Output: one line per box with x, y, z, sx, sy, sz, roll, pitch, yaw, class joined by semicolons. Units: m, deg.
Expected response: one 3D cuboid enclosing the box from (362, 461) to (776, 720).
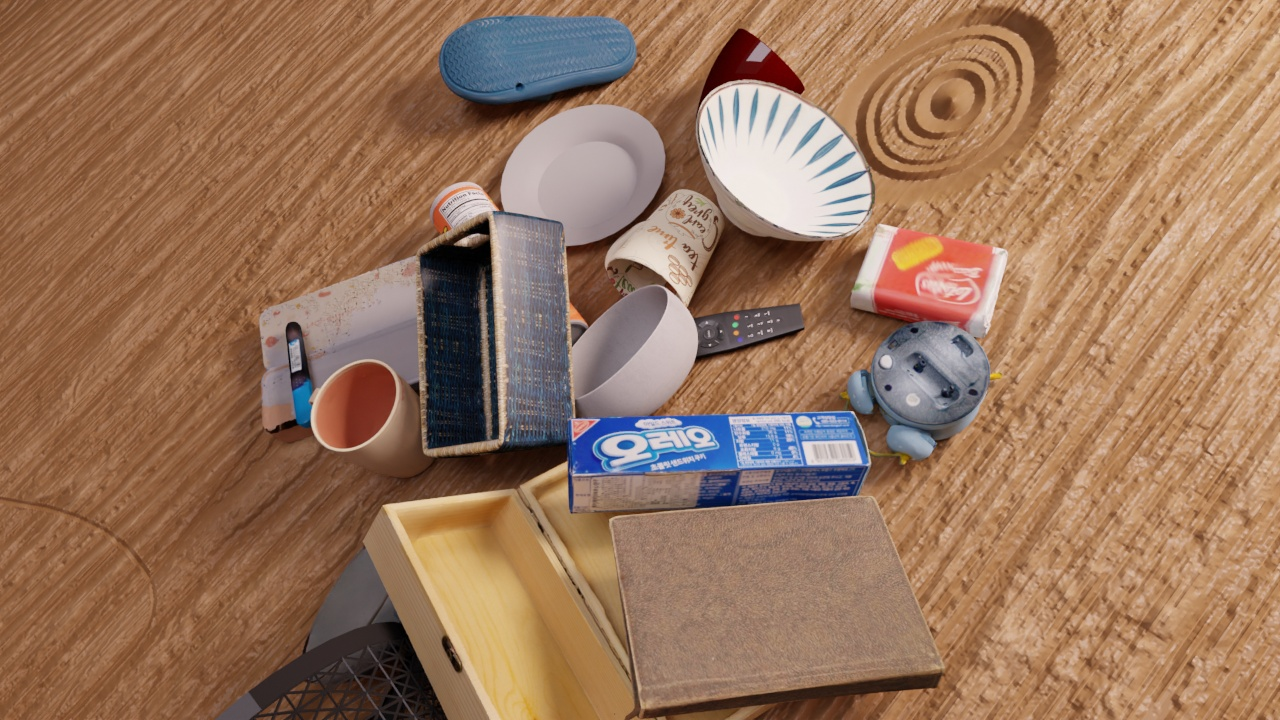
-0.038;0.186;0.682;0.260;0.097;0.247;-19;57;-27;box

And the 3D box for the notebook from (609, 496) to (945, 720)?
0.090;0.184;0.634;0.215;0.035;0.189;-2;47;-9;notebook

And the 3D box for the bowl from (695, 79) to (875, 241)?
0.116;-0.161;0.824;0.177;0.071;0.177;12;56;-19;bowl

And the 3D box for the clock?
0.219;0.026;0.730;0.124;0.052;0.089;-37;62;-3;clock

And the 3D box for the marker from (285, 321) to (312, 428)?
-0.326;0.012;0.879;0.018;0.015;0.123;-22;58;2;marker

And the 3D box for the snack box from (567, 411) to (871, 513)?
0.057;0.078;0.704;0.226;0.060;0.059;-2;48;-6;snack box

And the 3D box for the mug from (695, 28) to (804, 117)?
0.107;-0.248;0.890;0.114;0.087;0.088;42;100;2;mug

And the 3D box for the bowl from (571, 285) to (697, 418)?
-0.005;0.005;0.780;0.132;0.064;0.131;-37;24;19;bowl

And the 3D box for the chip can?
-0.128;-0.084;0.878;0.062;0.062;0.210;-36;60;-3;chip can

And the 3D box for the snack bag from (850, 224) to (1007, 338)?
0.244;-0.069;0.777;0.116;0.036;0.077;16;70;23;snack bag

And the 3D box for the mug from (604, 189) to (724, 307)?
0.015;-0.103;0.852;0.122;0.081;0.097;7;56;48;mug

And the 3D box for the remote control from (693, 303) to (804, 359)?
0.083;-0.026;0.818;0.125;0.010;0.039;-11;62;11;remote control

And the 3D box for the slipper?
-0.110;-0.320;0.993;0.213;0.059;0.103;-6;71;-2;slipper

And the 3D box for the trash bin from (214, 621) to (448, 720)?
-0.165;0.342;0.608;0.243;0.217;0.216;41;81;22;trash bin

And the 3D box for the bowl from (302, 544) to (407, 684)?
-0.209;0.202;0.749;0.151;0.057;0.150;-42;23;22;bowl

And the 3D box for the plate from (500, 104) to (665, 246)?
-0.057;-0.185;0.932;0.173;0.019;0.172;-7;63;13;plate

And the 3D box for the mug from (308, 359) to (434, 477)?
-0.241;0.055;0.820;0.111;0.104;0.085;15;69;23;mug

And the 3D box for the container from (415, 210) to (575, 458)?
-0.123;-0.016;0.766;0.146;0.071;0.187;-12;79;51;container

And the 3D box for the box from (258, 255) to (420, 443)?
-0.272;-0.017;0.905;0.216;0.043;0.148;-18;57;7;box
